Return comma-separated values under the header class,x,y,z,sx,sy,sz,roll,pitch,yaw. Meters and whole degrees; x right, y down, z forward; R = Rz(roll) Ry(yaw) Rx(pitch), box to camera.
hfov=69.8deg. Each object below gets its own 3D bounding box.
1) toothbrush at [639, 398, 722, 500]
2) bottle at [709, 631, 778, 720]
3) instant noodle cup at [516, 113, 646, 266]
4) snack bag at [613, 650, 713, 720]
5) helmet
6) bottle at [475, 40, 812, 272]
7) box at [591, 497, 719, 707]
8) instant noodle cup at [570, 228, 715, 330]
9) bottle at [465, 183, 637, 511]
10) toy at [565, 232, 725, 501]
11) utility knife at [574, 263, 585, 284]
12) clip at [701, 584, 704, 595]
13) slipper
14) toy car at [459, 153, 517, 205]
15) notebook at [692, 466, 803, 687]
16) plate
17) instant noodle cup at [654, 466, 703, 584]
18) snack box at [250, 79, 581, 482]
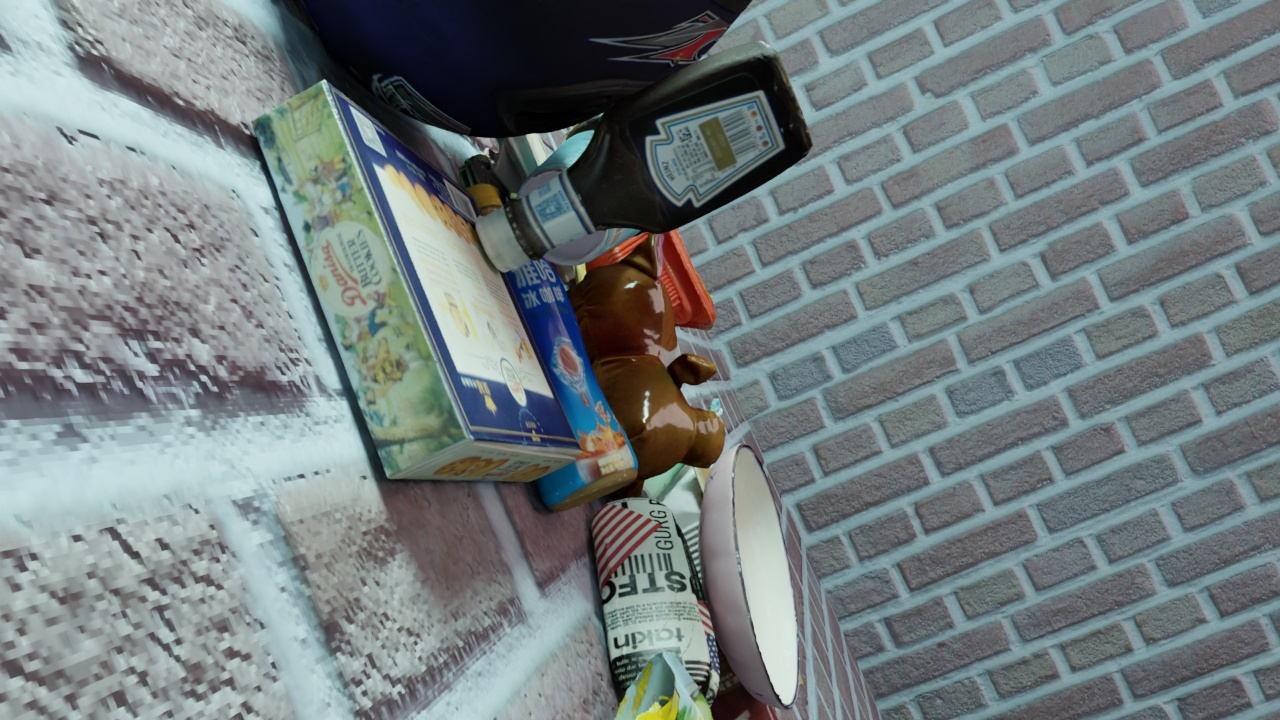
class,x,y,z,sx,sy,sz,roll,pitch,yaw
toothbrush,0.039,0.084,0.870,0.223,0.026,0.027,-37,121,-60
bottle,0.083,0.287,0.711,0.175,0.057,0.057,66,8,5
instant noodle cup,-0.041,-0.132,0.732,0.111,0.111,0.120,63,30,-15
snack bag,0.042,0.265,0.521,0.191,0.039,0.110,60,26,-24
helmet,-0.080,-0.263,0.588,0.247,0.241,0.314,66,25,2
bottle,-0.002,-0.109,0.530,0.080,0.195,0.044,61,7,-28
box,0.012,0.171,0.621,0.162,0.076,0.087,-108,-171,-54
instant noodle cup,-0.018,-0.100,0.964,0.165,0.079,0.189,10,-44,54
bottle,-0.070,-0.013,0.595,0.218,0.065,0.065,66,8,10
toy,-0.004,0.004,0.735,0.130,0.140,0.199,17,50,-55
utility knife,-0.050,-0.036,0.836,0.031,0.021,0.198,40,46,-77
clip,0.035,0.165,0.735,0.035,0.082,0.104,62,20,-19
slipper,-0.111,-0.170,0.813,0.275,0.054,0.114,71,5,-52
toy car,-0.115,-0.122,0.721,0.091,0.036,0.043,56,13,-57
notebook,0.095,0.189,0.833,0.148,0.008,0.207,50,18,-61
plate,0.078,0.159,0.682,0.192,0.039,0.192,-12,90,-74
instant noodle cup,0.057,0.178,0.865,0.138,0.060,0.173,-81,147,-75
snack box,-0.105,-0.027,0.478,0.182,0.046,0.178,66,7,11
